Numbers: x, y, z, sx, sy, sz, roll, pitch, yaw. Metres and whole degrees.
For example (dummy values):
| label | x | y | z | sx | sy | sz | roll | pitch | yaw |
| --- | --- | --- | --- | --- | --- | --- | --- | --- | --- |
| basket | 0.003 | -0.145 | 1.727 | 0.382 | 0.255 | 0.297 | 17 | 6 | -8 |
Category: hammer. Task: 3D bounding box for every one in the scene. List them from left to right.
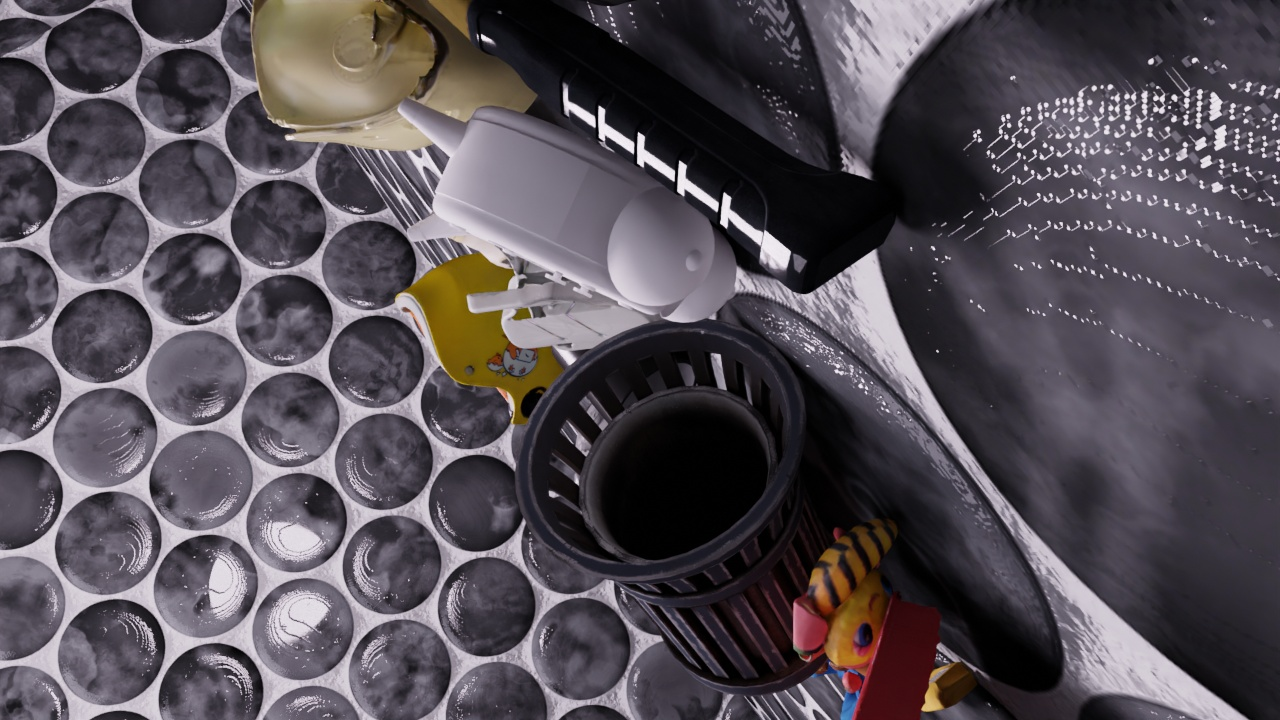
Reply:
| label | x | y | z | sx | sy | sz | roll | pitch | yaw |
| --- | --- | --- | --- | --- | --- | --- | --- | --- | --- |
| hammer | -0.042 | -0.131 | 0.377 | 0.333 | 0.117 | 0.025 | 42 | 151 | 29 |

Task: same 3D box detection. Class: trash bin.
| label | x | y | z | sx | sy | sz | roll | pitch | yaw |
| --- | --- | --- | --- | --- | --- | --- | --- | --- | --- |
| trash bin | 0.045 | 0.108 | 0.581 | 0.164 | 0.164 | 0.227 | 45 | 170 | 42 |

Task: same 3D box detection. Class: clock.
| label | x | y | z | sx | sy | sz | roll | pitch | yaw |
| --- | --- | --- | --- | --- | --- | --- | --- | --- | --- |
| clock | -0.036 | -0.064 | 0.451 | 0.161 | 0.073 | 0.125 | 25 | -178 | 16 |

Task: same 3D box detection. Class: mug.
| label | x | y | z | sx | sy | sz | roll | pitch | yaw |
| --- | --- | --- | --- | --- | --- | --- | --- | --- | --- |
| mug | -0.004 | 0.004 | 0.713 | 0.088 | 0.078 | 0.113 | 48 | -166 | 30 |

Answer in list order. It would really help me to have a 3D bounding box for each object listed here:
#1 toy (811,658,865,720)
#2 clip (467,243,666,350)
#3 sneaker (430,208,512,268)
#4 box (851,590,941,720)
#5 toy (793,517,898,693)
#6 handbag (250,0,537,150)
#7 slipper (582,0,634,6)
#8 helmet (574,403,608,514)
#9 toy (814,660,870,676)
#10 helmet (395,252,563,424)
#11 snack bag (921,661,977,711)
| label | x | y | z | sx | sy | sz | roll | pitch | yaw |
| --- | --- | --- | --- | --- | --- | --- | --- | --- | --- |
| toy | 0.146 | 0.232 | 0.772 | 0.176 | 0.071 | 0.112 | 57 | 180 | -15 |
| clip | -0.043 | -0.040 | 0.589 | 0.125 | 0.072 | 0.142 | -7 | 154 | 33 |
| sneaker | -0.092 | -0.119 | 0.697 | 0.102 | 0.089 | 0.241 | 22 | -170 | -9 |
| box | 0.189 | 0.239 | 0.461 | 0.169 | 0.153 | 0.157 | 12 | 138 | 32 |
| toy | 0.119 | 0.135 | 0.519 | 0.046 | 0.084 | 0.103 | 32 | 135 | 50 |
| handbag | -0.127 | -0.157 | 0.493 | 0.119 | 0.111 | 0.081 | -23 | -67 | -62 |
| slipper | -0.087 | -0.224 | 0.338 | 0.268 | 0.076 | 0.113 | 42 | -168 | 13 |
| helmet | -0.010 | 0.119 | 0.920 | 0.271 | 0.117 | 0.183 | 55 | 174 | -34 |
| toy | 0.169 | 0.209 | 0.688 | 0.090 | 0.071 | 0.103 | 37 | -173 | 20 |
| helmet | -0.151 | -0.031 | 1.063 | 0.209 | 0.139 | 0.240 | 43 | 178 | 46 |
| snack bag | 0.196 | 0.214 | 0.598 | 0.020 | 0.026 | 0.099 | 51 | 168 | 21 |
